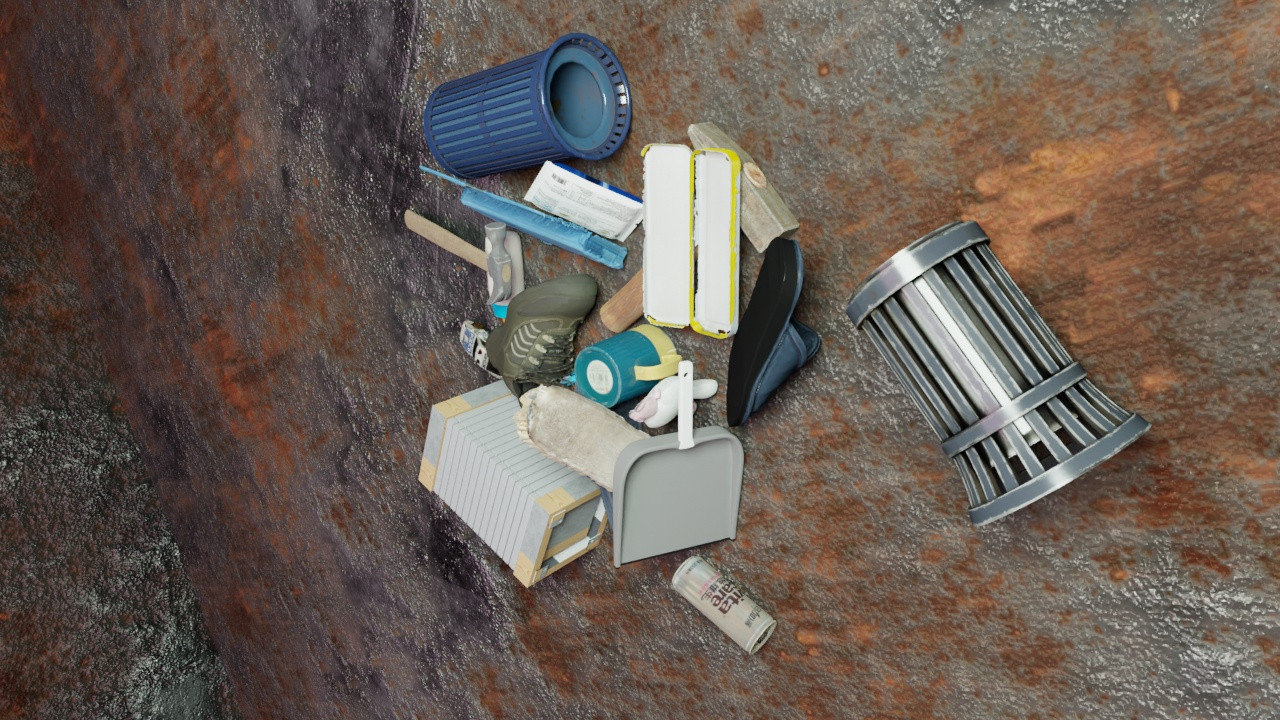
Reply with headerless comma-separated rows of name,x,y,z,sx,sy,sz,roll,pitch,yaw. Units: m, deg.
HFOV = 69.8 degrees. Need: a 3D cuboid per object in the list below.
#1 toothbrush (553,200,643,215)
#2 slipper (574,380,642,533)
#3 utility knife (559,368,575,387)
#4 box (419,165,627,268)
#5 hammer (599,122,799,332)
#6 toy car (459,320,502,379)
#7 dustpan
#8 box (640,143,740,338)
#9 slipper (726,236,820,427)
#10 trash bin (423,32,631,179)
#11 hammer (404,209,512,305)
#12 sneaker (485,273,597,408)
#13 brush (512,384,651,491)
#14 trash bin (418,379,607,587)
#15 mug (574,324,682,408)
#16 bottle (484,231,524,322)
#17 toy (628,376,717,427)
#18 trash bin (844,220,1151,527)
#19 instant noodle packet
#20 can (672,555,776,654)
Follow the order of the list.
toothbrush,-0.052,-0.193,1.151,0.167,0.016,0.016,5,109,42
slipper,-0.052,0.117,1.212,0.083,0.101,0.264,0,109,42
utility knife,-0.072,0.013,1.249,0.117,0.015,0.022,-22,63,43
box,-0.147,-0.182,1.140,0.232,0.174,0.033,25,92,35
hammer,0.038,-0.128,1.078,0.158,0.037,0.302,56,133,11
toy car,-0.235,-0.015,1.369,0.113,0.040,0.049,38,127,27
dustpan,0.047,0.120,1.079,0.033,0.163,0.258,-144,49,-60
box,0.054,-0.131,1.015,0.130,0.034,0.210,14,116,35
slipper,0.151,-0.017,0.976,0.266,0.083,0.108,105,169,-49
trash bin,-0.147,-0.298,1.115,0.250,0.139,0.139,1,107,44
hammer,-0.268,-0.166,1.298,0.331,0.030,0.119,28,130,47
sneaker,-0.126,-0.008,1.214,0.239,0.100,0.143,-41,63,48
brush,-0.032,0.113,1.103,0.057,0.271,0.083,1,62,57
trash bin,-0.175,0.167,1.311,0.247,0.142,0.143,37,128,26
mug,-0.007,0.007,1.122,0.114,0.107,0.083,3,106,42
bottle,-0.188,-0.106,1.284,0.051,0.051,0.146,15,115,38
toy,0.032,0.049,1.092,0.037,0.125,0.076,55,132,27
trash bin,0.299,0.005,0.809,0.165,0.163,0.227,-45,71,43
instant noodle packet,-0.064,-0.187,1.094,0.087,0.134,0.026,-41,32,58
can,0.105,0.310,1.171,0.135,0.054,0.054,36,127,28
